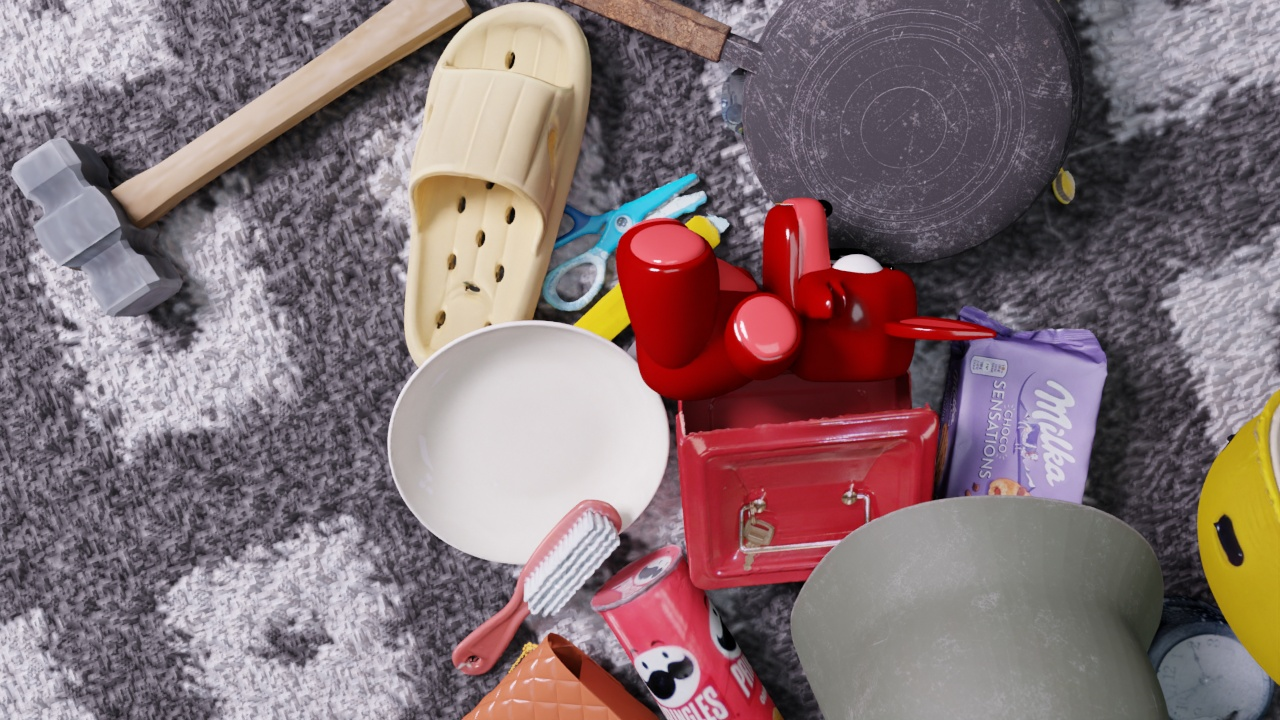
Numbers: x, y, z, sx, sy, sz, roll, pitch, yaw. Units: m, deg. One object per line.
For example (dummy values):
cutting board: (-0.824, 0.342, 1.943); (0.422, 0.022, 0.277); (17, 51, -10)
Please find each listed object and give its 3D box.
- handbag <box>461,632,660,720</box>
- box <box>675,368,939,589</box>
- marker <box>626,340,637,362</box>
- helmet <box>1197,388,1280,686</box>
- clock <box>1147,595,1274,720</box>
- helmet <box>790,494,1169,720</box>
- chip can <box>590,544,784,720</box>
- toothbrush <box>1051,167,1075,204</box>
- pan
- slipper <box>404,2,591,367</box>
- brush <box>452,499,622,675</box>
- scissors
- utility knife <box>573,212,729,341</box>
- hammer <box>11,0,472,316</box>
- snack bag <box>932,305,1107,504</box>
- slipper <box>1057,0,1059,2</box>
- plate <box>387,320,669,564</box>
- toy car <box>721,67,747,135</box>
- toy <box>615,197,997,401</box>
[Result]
handbag: (-0.083, 0.280, 0.637); (0.109, 0.060, 0.172); (43, 98, -7)
box: (0.102, 0.069, 0.604); (0.157, 0.122, 0.137); (-4, 112, 0)
marker: (-0.004, 0.004, 0.635); (0.022, 0.016, 0.139); (34, 96, -23)
helmet: (0.431, 0.131, 0.553); (0.240, 0.140, 0.208); (28, 54, 4)
clock: (0.356, 0.205, 0.618); (0.129, 0.052, 0.090); (8, 95, 6)
helmet: (0.206, 0.227, 0.538); (0.227, 0.153, 0.268); (1, 130, 5)
chip can: (0.057, 0.243, 0.623); (0.073, 0.073, 0.233); (-31, 93, 4)
toothbrush: (0.267, -0.170, 0.608); (0.021, 0.016, 0.135); (-16, 94, 8)
pan: (0.089, -0.176, 0.561); (0.357, 0.040, 0.208); (22, 124, 2)
slipper: (-0.108, -0.108, 0.595); (0.111, 0.079, 0.261); (13, 96, 14)
brush: (-0.073, 0.164, 0.627); (0.041, 0.030, 0.172); (35, 107, -20)
scissors: (-0.019, -0.098, 0.629); (0.140, 0.015, 0.083); (-32, 90, 7)
utility knife: (-0.001, -0.046, 0.630); (0.155, 0.017, 0.030); (-42, 97, 6)
hammer: (-0.257, -0.160, 0.619); (0.323, 0.051, 0.117); (-33, 92, 2)
snack bag: (0.239, 0.073, 0.609); (0.096, 0.058, 0.205); (9, 92, -1)
slipper: (0.251, -0.264, 0.574); (0.081, 0.093, 0.197); (15, 93, -24)
plate: (-0.073, 0.052, 0.611); (0.182, 0.034, 0.182); (-3, 115, -6)
toy car: (0.107, -0.174, 0.607); (0.105, 0.032, 0.048); (-1, 96, 16)
toy: (0.085, -0.036, 0.548); (0.197, 0.158, 0.120); (0, 99, -3)
